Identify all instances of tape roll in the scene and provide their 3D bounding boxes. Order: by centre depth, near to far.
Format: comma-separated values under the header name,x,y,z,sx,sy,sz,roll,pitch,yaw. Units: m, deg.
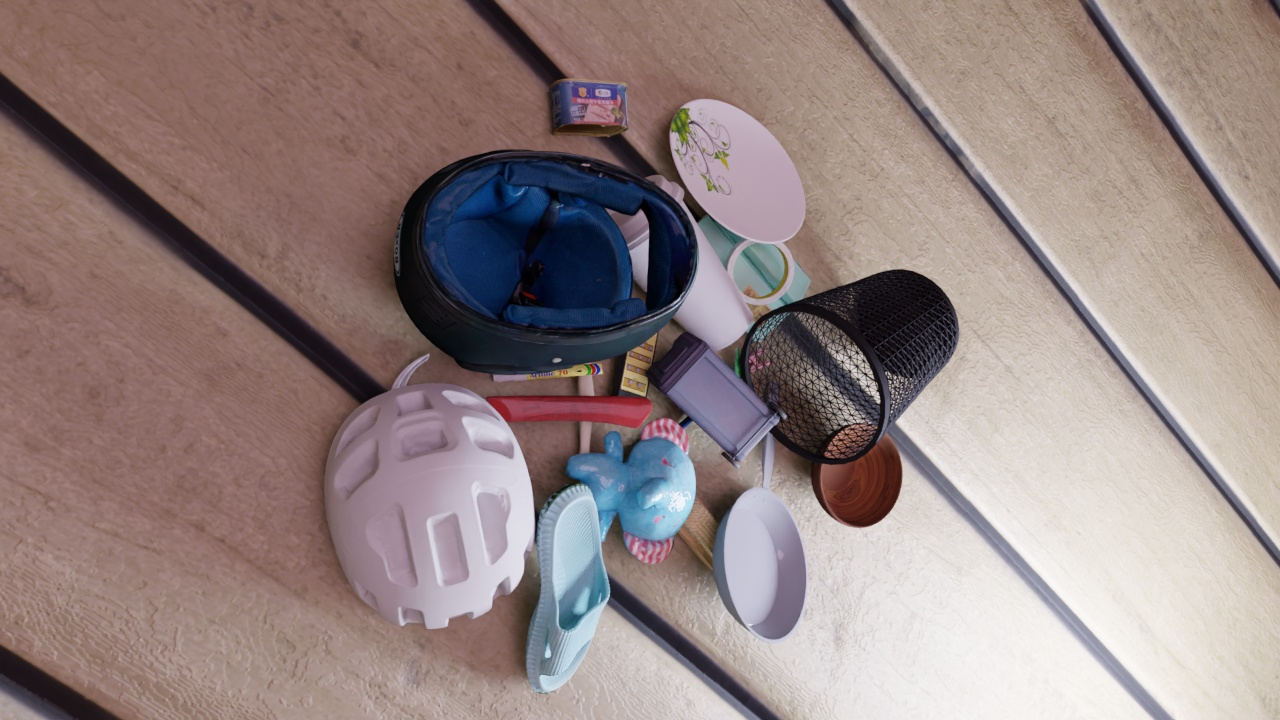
name,x,y,z,sx,sy,sz,roll,pitch,yaw
tape roll,0.161,-0.123,1.242,0.094,0.019,0.094,-2,103,-9

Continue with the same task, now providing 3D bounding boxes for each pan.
name,x,y,z,sx,sy,sz,roll,pitch,yaw
pan,0.165,0.198,1.245,0.200,0.051,0.356,26,58,-44

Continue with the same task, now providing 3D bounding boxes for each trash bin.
name,x,y,z,sx,sy,sz,roll,pitch,yaw
trash bin,0.092,0.046,1.176,0.161,0.092,0.094,43,89,-20
trash bin,0.298,-0.010,1.240,0.242,0.217,0.217,-28,100,-39

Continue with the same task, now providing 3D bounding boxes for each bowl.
name,x,y,z,sx,sy,sz,roll,pitch,yaw
bowl,0.295,0.162,1.313,0.147,0.069,0.147,1,88,-26

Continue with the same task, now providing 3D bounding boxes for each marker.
name,x,y,z,sx,sy,sz,roll,pitch,yaw
marker,-0.113,0.015,1.118,0.132,0.014,0.014,-5,90,-1

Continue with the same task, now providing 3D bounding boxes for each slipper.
name,x,y,z,sx,sy,sz,roll,pitch,yaw
slipper,-0.077,0.274,1.076,0.115,0.069,0.276,-23,123,-50

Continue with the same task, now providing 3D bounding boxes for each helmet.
name,x,y,z,sx,sy,sz,roll,pitch,yaw
helmet,-0.226,0.176,1.007,0.224,0.183,0.283,-5,122,-15
helmet,-0.110,-0.105,1.020,0.316,0.236,0.249,2,82,-8

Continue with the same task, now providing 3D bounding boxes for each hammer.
name,x,y,z,sx,sy,sz,roll,pitch,yaw
hammer,-0.140,0.056,1.092,0.315,0.036,0.126,0,87,-16

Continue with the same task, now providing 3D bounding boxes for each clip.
name,x,y,z,sx,sy,sz,roll,pitch,yaw
clip,0.156,-0.002,1.278,0.060,0.023,0.044,-1,84,-28

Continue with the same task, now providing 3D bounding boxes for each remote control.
name,x,y,z,sx,sy,sz,roll,pitch,yaw
remote control,-0.007,0.007,1.188,0.058,0.013,0.133,19,79,-49

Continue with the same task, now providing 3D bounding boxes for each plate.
name,x,y,z,sx,sy,sz,roll,pitch,yaw
plate,0.127,-0.251,1.246,0.229,0.030,0.229,17,56,-28

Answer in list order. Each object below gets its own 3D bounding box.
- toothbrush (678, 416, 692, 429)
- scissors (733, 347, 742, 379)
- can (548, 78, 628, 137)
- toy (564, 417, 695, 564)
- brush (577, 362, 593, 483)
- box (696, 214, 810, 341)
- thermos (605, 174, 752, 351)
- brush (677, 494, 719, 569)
name,x,y,z,sx,sy,sz,roll,pitch,yaw
toothbrush,0.066,0.084,1.233,0.189,0.016,0.017,-38,111,-23
scissors,0.126,0.042,1.248,0.071,0.014,0.131,-14,110,-33
can,-0.064,-0.320,1.165,0.099,0.054,0.059,-5,91,-26
toy,-0.006,0.156,1.128,0.180,0.115,0.183,13,85,-32
brush,-0.065,0.040,1.153,0.077,0.062,0.272,5,90,-10
box,0.146,-0.134,1.268,0.187,0.057,0.137,46,63,-16
thermos,0.050,-0.117,1.180,0.222,0.132,0.131,49,69,-25
brush,0.082,0.225,1.220,0.049,0.039,0.117,-47,114,-21
